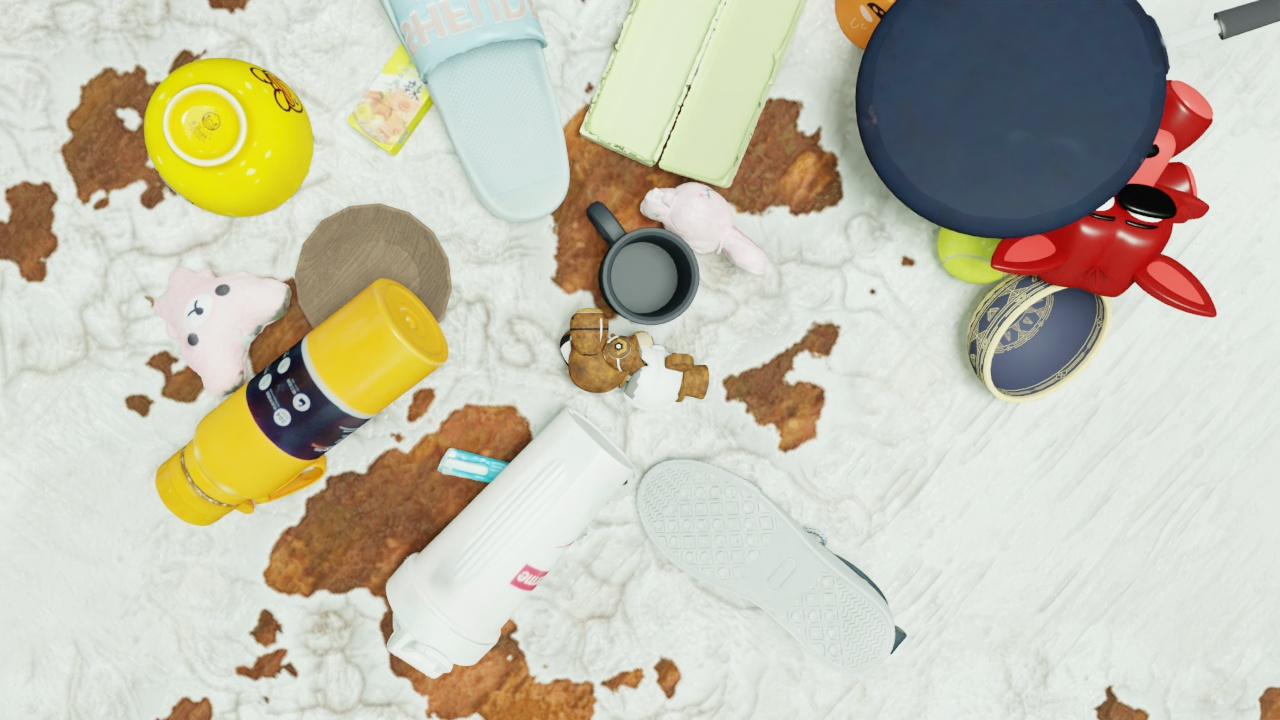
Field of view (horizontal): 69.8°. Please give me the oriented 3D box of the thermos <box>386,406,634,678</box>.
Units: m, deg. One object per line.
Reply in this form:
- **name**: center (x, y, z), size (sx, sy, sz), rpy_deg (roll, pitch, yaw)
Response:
- **thermos**: center (-0.104, 0.138, 0.696), size (0.099, 0.099, 0.220), rpy_deg (42, 94, -7)

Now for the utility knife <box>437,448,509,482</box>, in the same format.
- **utility knife**: center (-0.101, 0.095, 0.741), size (0.123, 0.015, 0.022), rpy_deg (16, 98, -8)

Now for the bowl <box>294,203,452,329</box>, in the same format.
- **bowl**: center (-0.204, -0.061, 0.711), size (0.118, 0.030, 0.118), rpy_deg (0, 96, -4)

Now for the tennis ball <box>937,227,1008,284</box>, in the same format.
- **tennis ball**: center (0.270, -0.094, 0.729), size (0.065, 0.065, 0.065), rpy_deg (0, 95, -5)

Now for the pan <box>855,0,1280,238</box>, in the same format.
- **pan**: center (0.322, -0.203, 0.606), size (0.357, 0.021, 0.198), rpy_deg (-16, 85, 9)

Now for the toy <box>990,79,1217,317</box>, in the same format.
- **toy**: center (0.336, -0.128, 0.674), size (0.158, 0.121, 0.196), rpy_deg (15, 55, 2)

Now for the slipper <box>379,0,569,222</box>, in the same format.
- **slipper**: center (-0.112, -0.216, 0.661), size (0.104, 0.074, 0.245), rpy_deg (-24, 112, -12)

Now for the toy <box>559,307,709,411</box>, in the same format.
- **toy**: center (-0.004, 0.004, 0.709), size (0.112, 0.087, 0.067), rpy_deg (6, 71, -12)

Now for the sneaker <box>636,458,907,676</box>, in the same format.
- **sneaker**: center (0.105, 0.157, 0.731), size (0.235, 0.087, 0.089), rpy_deg (37, 100, 15)

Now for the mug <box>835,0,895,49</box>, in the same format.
- **mug**: center (0.216, -0.280, 0.694), size (0.112, 0.096, 0.077), rpy_deg (10, 94, -5)

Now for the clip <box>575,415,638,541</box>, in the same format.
- **clip**: center (-0.029, 0.095, 0.742), size (0.054, 0.040, 0.101), rpy_deg (1, 90, 8)

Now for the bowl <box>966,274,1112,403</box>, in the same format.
- **bowl**: center (0.308, -0.029, 0.734), size (0.112, 0.061, 0.113), rpy_deg (-11, 128, -15)

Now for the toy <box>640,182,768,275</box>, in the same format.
- **toy**: center (0.053, -0.104, 0.712), size (0.110, 0.063, 0.047), rpy_deg (36, 90, -10)

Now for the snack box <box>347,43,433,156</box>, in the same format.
- **snack box**: center (-0.164, -0.228, 0.701), size (0.040, 0.029, 0.148), rpy_deg (35, 91, -8)

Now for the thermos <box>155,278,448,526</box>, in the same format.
- **thermos**: center (-0.248, 0.043, 0.676), size (0.233, 0.076, 0.091), rpy_deg (-36, 103, 12)

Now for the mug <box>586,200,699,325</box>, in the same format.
- **mug**: center (-0.006, -0.077, 0.702), size (0.071, 0.077, 0.105), rpy_deg (-38, 97, -1)

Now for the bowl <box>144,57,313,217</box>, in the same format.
- **bowl**: center (-0.308, -0.167, 0.675), size (0.117, 0.067, 0.117), rpy_deg (0, 95, -5)

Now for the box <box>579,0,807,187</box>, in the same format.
- **box**: center (0.046, -0.237, 0.709), size (0.141, 0.047, 0.188), rpy_deg (22, 92, 18)

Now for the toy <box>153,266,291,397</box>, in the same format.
- **toy**: center (-0.324, -0.033, 0.694), size (0.096, 0.053, 0.099), rpy_deg (31, 88, 6)
